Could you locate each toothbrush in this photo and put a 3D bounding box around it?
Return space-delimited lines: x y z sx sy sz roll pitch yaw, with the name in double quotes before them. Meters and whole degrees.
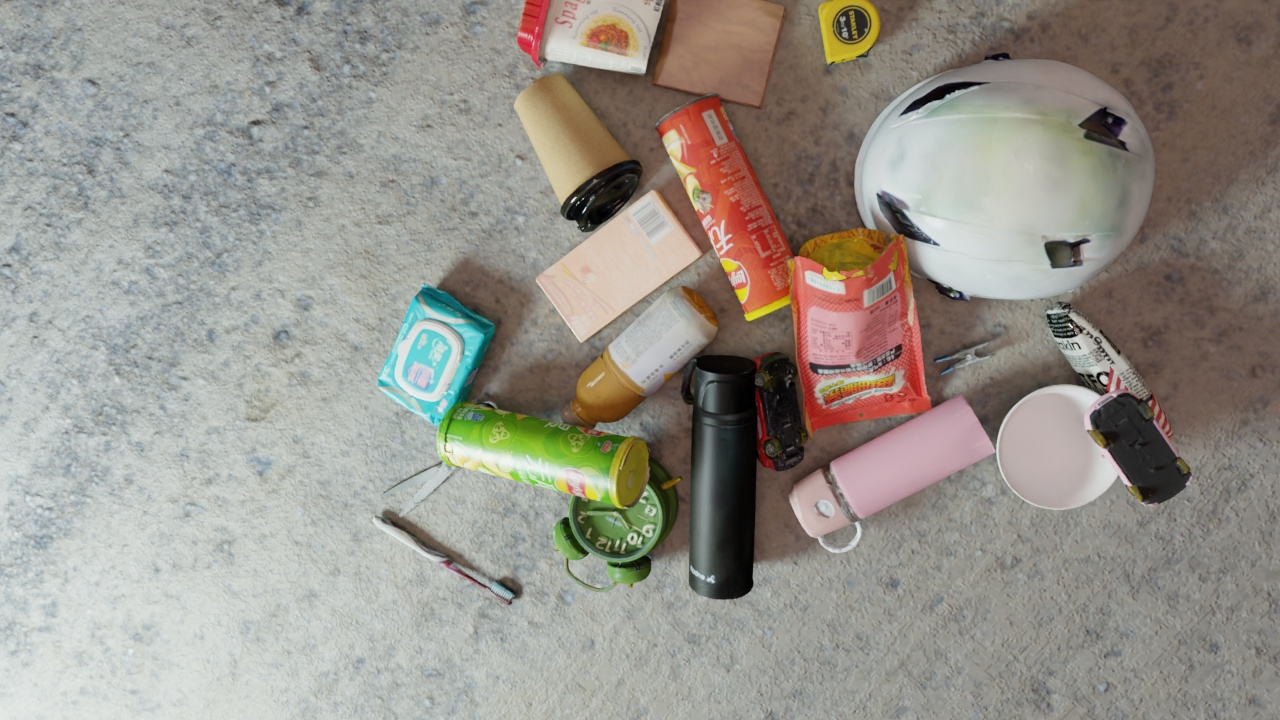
"toothbrush" -0.224 0.223 1.041 0.187 0.016 0.017 30 94 5

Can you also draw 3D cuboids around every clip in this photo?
"clip" 0.320 -0.002 0.904 0.058 0.026 0.038 -22 86 9

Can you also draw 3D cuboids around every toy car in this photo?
"toy car" 0.133 0.051 0.930 0.045 0.052 0.120 2 103 49
"toy car" 0.445 0.077 0.825 0.056 0.037 0.122 -37 107 14

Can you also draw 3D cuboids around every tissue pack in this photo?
"tissue pack" -0.219 -0.007 0.988 0.093 0.050 0.133 27 102 6

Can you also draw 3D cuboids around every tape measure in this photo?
"tape measure" 0.199 -0.316 0.875 0.057 0.028 0.060 -10 96 13

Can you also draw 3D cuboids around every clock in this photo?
"clock" -0.028 0.172 0.976 0.116 0.056 0.161 25 102 7

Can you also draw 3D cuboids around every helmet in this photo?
"helmet" 0.325 -0.160 0.816 0.259 0.145 0.229 15 100 8

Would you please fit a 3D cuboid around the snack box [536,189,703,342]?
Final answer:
"snack box" -0.022 -0.097 0.950 0.157 0.026 0.084 -35 91 14

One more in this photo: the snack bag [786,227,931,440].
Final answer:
"snack bag" 0.207 -0.020 0.878 0.128 0.073 0.208 -14 124 5

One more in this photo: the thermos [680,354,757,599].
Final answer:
"thermos" 0.078 0.115 0.931 0.068 0.090 0.243 -12 111 -33

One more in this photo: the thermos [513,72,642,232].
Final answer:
"thermos" -0.064 -0.209 0.914 0.093 0.093 0.143 -34 83 13

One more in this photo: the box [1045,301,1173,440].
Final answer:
"box" 0.437 0.015 0.863 0.051 0.068 0.164 -36 88 -6

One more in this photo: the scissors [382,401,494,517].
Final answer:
"scissors" -0.208 0.119 1.023 0.163 0.014 0.165 15 100 8

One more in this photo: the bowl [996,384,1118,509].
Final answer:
"bowl" 0.389 0.077 0.877 0.118 0.064 0.118 0 98 1

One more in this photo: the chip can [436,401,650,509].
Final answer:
"chip can" -0.103 0.093 0.932 0.221 0.072 0.072 9 100 24

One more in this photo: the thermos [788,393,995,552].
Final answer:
"thermos" 0.250 0.117 0.911 0.199 0.067 0.087 -31 90 12

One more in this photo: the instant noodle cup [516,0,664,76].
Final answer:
"instant noodle cup" -0.044 -0.331 0.883 0.124 0.116 0.116 16 101 -5

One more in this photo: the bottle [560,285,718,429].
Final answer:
"bottle" -0.006 0.005 0.941 0.190 0.068 0.068 -43 89 16

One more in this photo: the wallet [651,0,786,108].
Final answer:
"wallet" 0.077 -0.311 0.905 0.115 0.020 0.101 14 102 6

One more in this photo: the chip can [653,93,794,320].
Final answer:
"chip can" 0.091 -0.148 0.898 0.073 0.073 0.216 -26 93 13
